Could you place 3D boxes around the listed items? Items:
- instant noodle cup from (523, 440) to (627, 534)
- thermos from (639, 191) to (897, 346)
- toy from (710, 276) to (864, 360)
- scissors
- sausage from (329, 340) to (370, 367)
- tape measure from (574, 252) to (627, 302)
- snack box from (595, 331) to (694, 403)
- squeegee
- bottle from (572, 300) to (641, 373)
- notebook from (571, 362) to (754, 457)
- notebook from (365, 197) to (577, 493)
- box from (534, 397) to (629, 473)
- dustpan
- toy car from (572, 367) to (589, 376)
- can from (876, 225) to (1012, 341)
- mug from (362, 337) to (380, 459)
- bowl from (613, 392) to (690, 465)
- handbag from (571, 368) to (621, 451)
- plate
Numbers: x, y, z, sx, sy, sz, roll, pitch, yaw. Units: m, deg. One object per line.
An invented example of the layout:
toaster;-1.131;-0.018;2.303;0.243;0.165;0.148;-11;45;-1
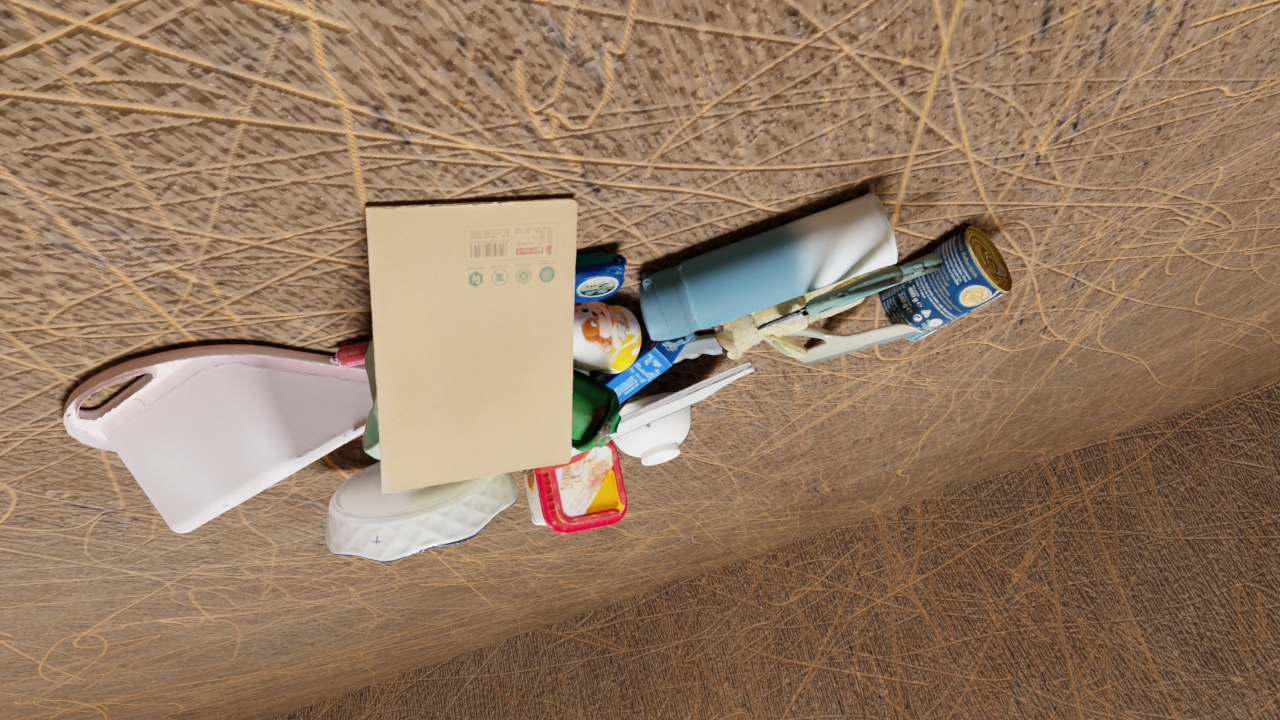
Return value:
instant noodle cup;-0.093;0.166;1.200;0.116;0.116;0.124;-6;169;-27
thermos;0.105;-0.075;0.785;0.220;0.070;0.070;-20;160;6
toy;0.143;-0.054;0.893;0.157;0.066;0.105;-24;127;6
scissors;0.191;-0.061;0.803;0.177;0.019;0.174;-21;177;-28
sausage;-0.181;-0.018;0.769;0.155;0.020;0.020;-14;159;-13
tape measure;-0.042;-0.069;0.743;0.058;0.025;0.055;-9;160;-11
snack box;-0.005;0.005;0.890;0.158;0.026;0.084;-38;-168;46
squeegee;0.125;-0.021;0.984;0.246;0.039;0.247;-4;174;-17
bottle;-0.050;-0.022;0.800;0.063;0.063;0.108;-31;156;33
notebook;0.010;0.061;1.017;0.208;0.012;0.151;-22;172;-23
notebook;-0.116;-0.010;0.655;0.147;0.008;0.208;-7;113;-25
box;-0.080;0.072;1.047;0.087;0.048;0.202;-18;162;-27
dustpan;-0.336;0.038;0.808;0.223;0.139;0.272;-28;-175;24
toy car;-0.107;0.019;0.875;0.120;0.054;0.037;-10;160;-21
can;0.306;-0.076;0.932;0.075;0.075;0.111;5;150;-45
mug;-0.177;0.023;0.712;0.082;0.106;0.112;37;94;-30
bowl;0.016;0.093;1.148;0.118;0.064;0.118;-15;160;-6
handbag;-0.087;0.032;0.792;0.131;0.068;0.120;28;-179;-15
plate;-0.233;0.142;0.969;0.205;0.045;0.204;-11;-164;3
